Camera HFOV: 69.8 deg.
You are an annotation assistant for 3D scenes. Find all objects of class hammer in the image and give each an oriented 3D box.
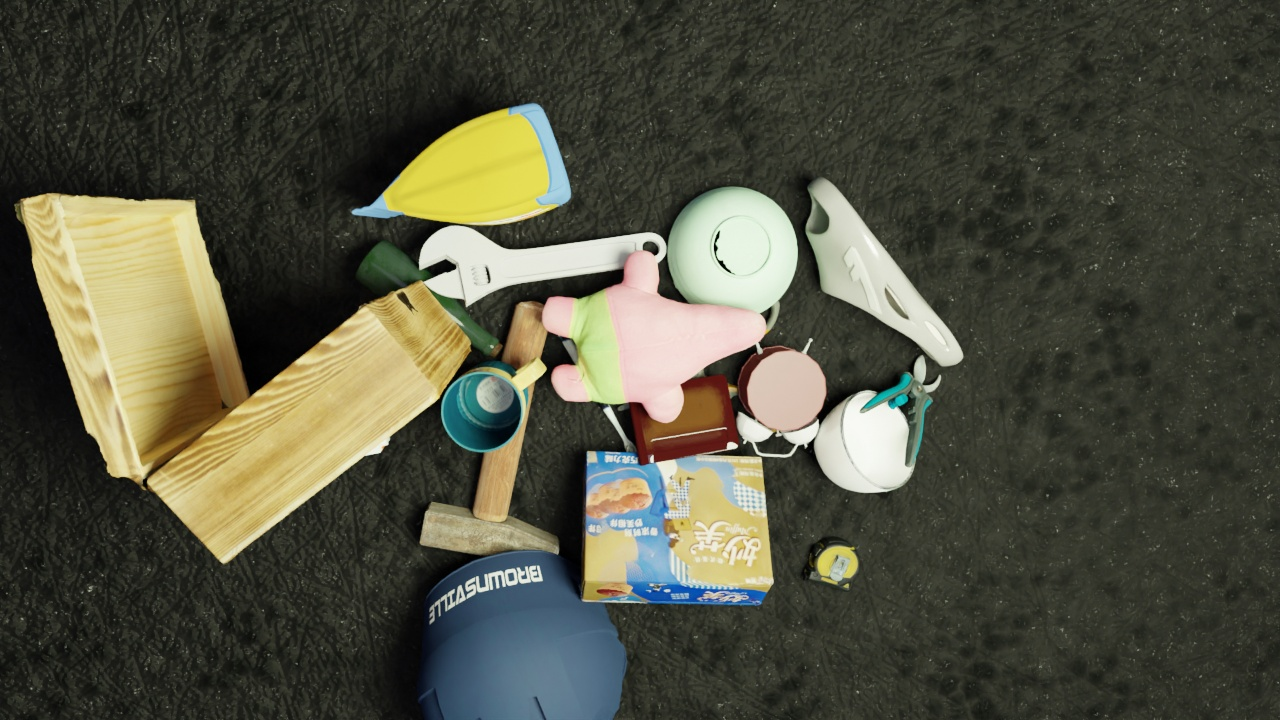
[{"bbox_3d":[-0.146,0.080,1.053,0.158,0.037,0.301,11,98,-6],"label":"hammer"}]

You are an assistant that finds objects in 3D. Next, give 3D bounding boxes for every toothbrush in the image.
[{"bbox_3d":[-0.050,0.038,1.064,0.012,0.017,0.187,-30,100,-3],"label":"toothbrush"}]

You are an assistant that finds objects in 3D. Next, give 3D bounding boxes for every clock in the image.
[{"bbox_3d":[0.159,0.042,1.047,0.096,0.048,0.137,4,98,-9],"label":"clock"}]

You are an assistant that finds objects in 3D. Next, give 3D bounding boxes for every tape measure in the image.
[{"bbox_3d":[0.235,0.246,1.112,0.061,0.034,0.061,15,96,-8],"label":"tape measure"}]

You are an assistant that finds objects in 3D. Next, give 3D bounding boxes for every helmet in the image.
[{"bbox_3d":[-0.125,0.373,1.033,0.232,0.222,0.272,-22,137,0],"label":"helmet"}]

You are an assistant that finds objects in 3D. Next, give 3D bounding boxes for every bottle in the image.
[{"bbox_3d":[-0.226,-0.060,1.007,0.174,0.055,0.055,36,94,-4],"label":"bottle"}]

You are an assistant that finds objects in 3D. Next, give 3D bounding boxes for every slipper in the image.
[{"bbox_3d":[0.256,-0.081,1.033,0.081,0.112,0.266,-39,106,13],"label":"slipper"}]

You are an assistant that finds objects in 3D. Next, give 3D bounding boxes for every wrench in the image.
[{"bbox_3d":[-0.105,-0.118,1.012,0.273,0.018,0.086,-11,83,-14],"label":"wrench"}]

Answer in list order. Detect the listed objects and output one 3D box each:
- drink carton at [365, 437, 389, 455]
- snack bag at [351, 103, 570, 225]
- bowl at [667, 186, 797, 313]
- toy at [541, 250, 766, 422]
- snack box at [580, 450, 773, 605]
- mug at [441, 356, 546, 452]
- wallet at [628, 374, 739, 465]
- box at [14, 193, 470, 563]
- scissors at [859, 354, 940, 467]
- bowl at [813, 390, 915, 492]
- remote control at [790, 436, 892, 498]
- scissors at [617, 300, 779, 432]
[{"bbox_3d":[-0.344,0.087,1.026,0.122,0.058,0.040,-11,100,-3],"label":"drink carton"},{"bbox_3d":[-0.181,-0.182,0.946,0.205,0.159,0.102,-18,98,0],"label":"snack bag"},{"bbox_3d":[0.106,-0.122,1.014,0.151,0.077,0.151,0,92,-2],"label":"bowl"},{"bbox_3d":[0.017,-0.024,0.989,0.237,0.096,0.192,-8,96,5],"label":"toy"},{"bbox_3d":[0.037,0.187,1.028,0.202,0.069,0.154,3,57,-5],"label":"snack box"},{"bbox_3d":[-0.148,0.037,0.972,0.113,0.107,0.083,-37,96,3],"label":"mug"},{"bbox_3d":[0.048,0.065,1.039,0.115,0.018,0.091,-8,82,-11],"label":"wallet"},{"bbox_3d":[-0.374,-0.026,0.836,0.284,0.279,0.323,-39,102,2],"label":"box"},{"bbox_3d":[0.307,0.058,1.053,0.153,0.019,0.124,-8,76,-34],"label":"scissors"},{"bbox_3d":[0.253,0.099,1.056,0.116,0.066,0.116,13,65,-29],"label":"bowl"},{"bbox_3d":[0.247,0.121,1.105,0.140,0.009,0.030,30,96,-9],"label":"remote control"},{"bbox_3d":[0.084,0.021,1.072,0.225,0.016,0.216,-31,100,1],"label":"scissors"}]
